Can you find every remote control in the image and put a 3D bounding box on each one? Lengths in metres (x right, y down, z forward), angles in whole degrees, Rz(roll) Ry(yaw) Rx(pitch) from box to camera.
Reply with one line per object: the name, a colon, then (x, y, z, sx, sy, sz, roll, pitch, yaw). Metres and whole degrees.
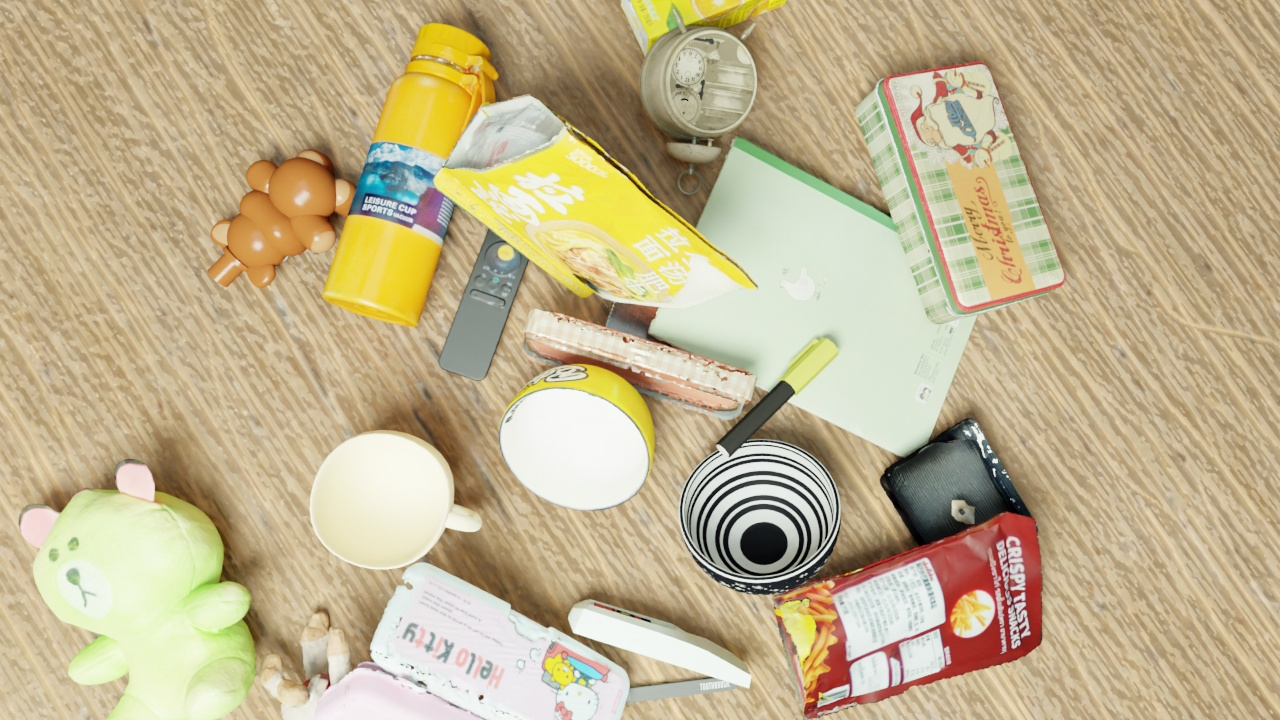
remote control: (0.014, 0.213, 0.704, 0.143, 0.049, 0.024, 18, 82, -1)
remote control: (-0.120, -0.058, 0.747, 0.041, 0.020, 0.151, 19, 81, 0)

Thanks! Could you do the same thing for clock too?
clock: (0.049, -0.207, 0.748, 0.092, 0.054, 0.141, 2, 103, -21)

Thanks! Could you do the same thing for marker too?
marker: (0.106, 0.028, 0.719, 0.123, 0.017, 0.021, -42, 62, -13)

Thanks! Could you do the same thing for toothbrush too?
toothbrush: (-0.006, 0.261, 0.717, 0.167, 0.013, 0.013, -5, 84, -7)

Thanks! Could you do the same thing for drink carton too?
drink carton: (0.056, -0.312, 0.778, 0.134, 0.043, 0.058, -23, 84, -7)

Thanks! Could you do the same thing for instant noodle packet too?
instant noodle packet: (-0.032, -0.104, 0.633, 0.163, 0.222, 0.084, 39, 82, -29)

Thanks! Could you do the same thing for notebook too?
notebook: (0.154, -0.049, 0.751, 0.252, 0.010, 0.181, 25, 82, -8)

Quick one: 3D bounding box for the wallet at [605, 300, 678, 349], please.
wallet: (0.035, -0.026, 0.752, 0.123, 0.019, 0.072, 16, 82, -1)

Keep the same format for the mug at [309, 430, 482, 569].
mug: (-0.176, 0.104, 0.683, 0.120, 0.100, 0.096, 18, 84, -7)

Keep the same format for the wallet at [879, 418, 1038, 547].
wallet: (0.255, 0.115, 0.741, 0.089, 0.026, 0.115, -31, 91, -6)

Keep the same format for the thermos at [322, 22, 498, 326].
thermos: (-0.172, -0.145, 0.726, 0.091, 0.076, 0.232, 16, 82, -3)

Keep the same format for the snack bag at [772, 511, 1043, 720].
snack bag: (0.213, 0.202, 0.705, 0.208, 0.066, 0.139, -16, 111, 0)

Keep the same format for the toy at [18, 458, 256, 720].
toy: (-0.354, 0.174, 0.667, 0.150, 0.107, 0.196, -27, 75, 16)

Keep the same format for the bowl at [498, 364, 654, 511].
bowl: (-0.043, 0.050, 0.703, 0.117, 0.067, 0.117, 7, 124, 10)

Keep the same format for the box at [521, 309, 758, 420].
box: (-0.004, 0.003, 0.719, 0.187, 0.083, 0.041, 17, 79, 1)

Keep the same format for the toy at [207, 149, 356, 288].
toy: (-0.286, -0.108, 0.730, 0.127, 0.065, 0.095, -45, 79, 1)

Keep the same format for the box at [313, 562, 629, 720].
box: (-0.111, 0.248, 0.647, 0.201, 0.077, 0.146, 35, 94, -22)

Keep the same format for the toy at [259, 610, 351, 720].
toy: (-0.223, 0.246, 0.676, 0.074, 0.085, 0.106, -43, 109, -38)

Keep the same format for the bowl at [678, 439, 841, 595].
bowl: (0.093, 0.128, 0.706, 0.120, 0.066, 0.120, -6, 51, 8)

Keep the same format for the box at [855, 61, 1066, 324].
box: (0.264, -0.140, 0.756, 0.117, 0.051, 0.205, -14, 84, -16)
